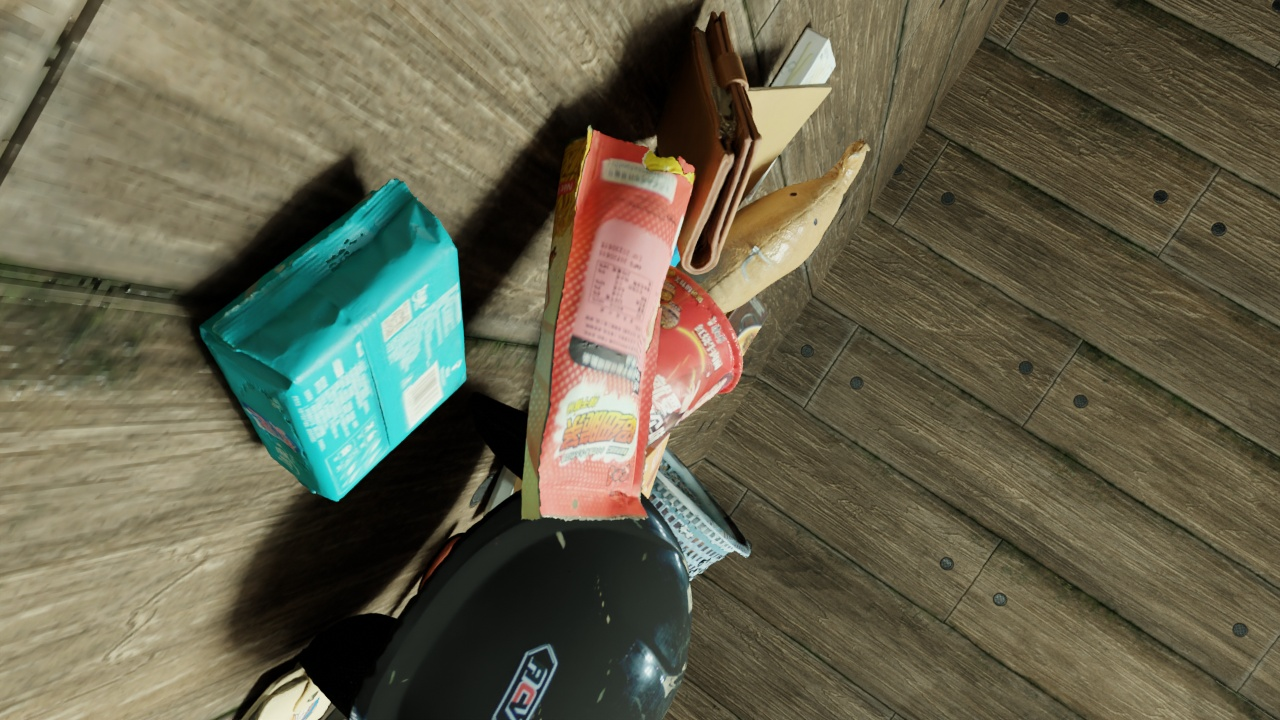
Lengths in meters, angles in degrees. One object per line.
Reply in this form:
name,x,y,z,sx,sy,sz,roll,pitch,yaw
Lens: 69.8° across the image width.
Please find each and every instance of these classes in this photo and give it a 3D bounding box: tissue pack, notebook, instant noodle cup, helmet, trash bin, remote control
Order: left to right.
tissue pack,-0.122,-0.005,0.385,0.093,0.050,0.134,-48,166,-28
remote control,-0.106,0.097,0.815,0.125,0.024,0.049,-64,167,20
helmet,-0.077,0.168,0.606,0.233,0.230,0.274,-58,180,2
trash bin,-0.034,0.176,0.941,0.195,0.226,0.226,-44,169,2
instant noodle cup,-0.004,0.004,0.723,0.108,0.138,0.138,-43,164,-28
notebook,0.071,-0.162,0.745,0.148,0.008,0.207,-51,167,34

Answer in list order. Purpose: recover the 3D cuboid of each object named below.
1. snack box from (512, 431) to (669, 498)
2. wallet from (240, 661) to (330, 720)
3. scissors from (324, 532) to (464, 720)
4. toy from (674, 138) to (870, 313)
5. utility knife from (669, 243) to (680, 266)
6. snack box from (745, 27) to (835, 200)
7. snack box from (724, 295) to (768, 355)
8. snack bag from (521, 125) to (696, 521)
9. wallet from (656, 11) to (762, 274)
snack box,-0.042,0.091,0.783,0.094,0.093,0.077,-41,151,-56
wallet,-0.244,0.242,0.650,0.087,0.024,0.115,-58,168,7
scissors,-0.197,0.237,0.775,0.234,0.161,0.021,-23,153,14
toy,0.119,-0.116,0.848,0.227,0.082,0.143,-32,-166,28
utility knife,0.034,-0.103,0.767,0.034,0.018,0.204,-40,173,-40
snack box,0.130,-0.230,0.873,0.157,0.027,0.084,-58,168,10
snack box,0.051,-0.019,0.942,0.113,0.053,0.125,4,-127,52
snack bag,-0.018,-0.013,0.514,0.128,0.073,0.207,21,76,-63
wallet,0.039,-0.136,0.566,0.108,0.031,0.131,111,-23,-47
